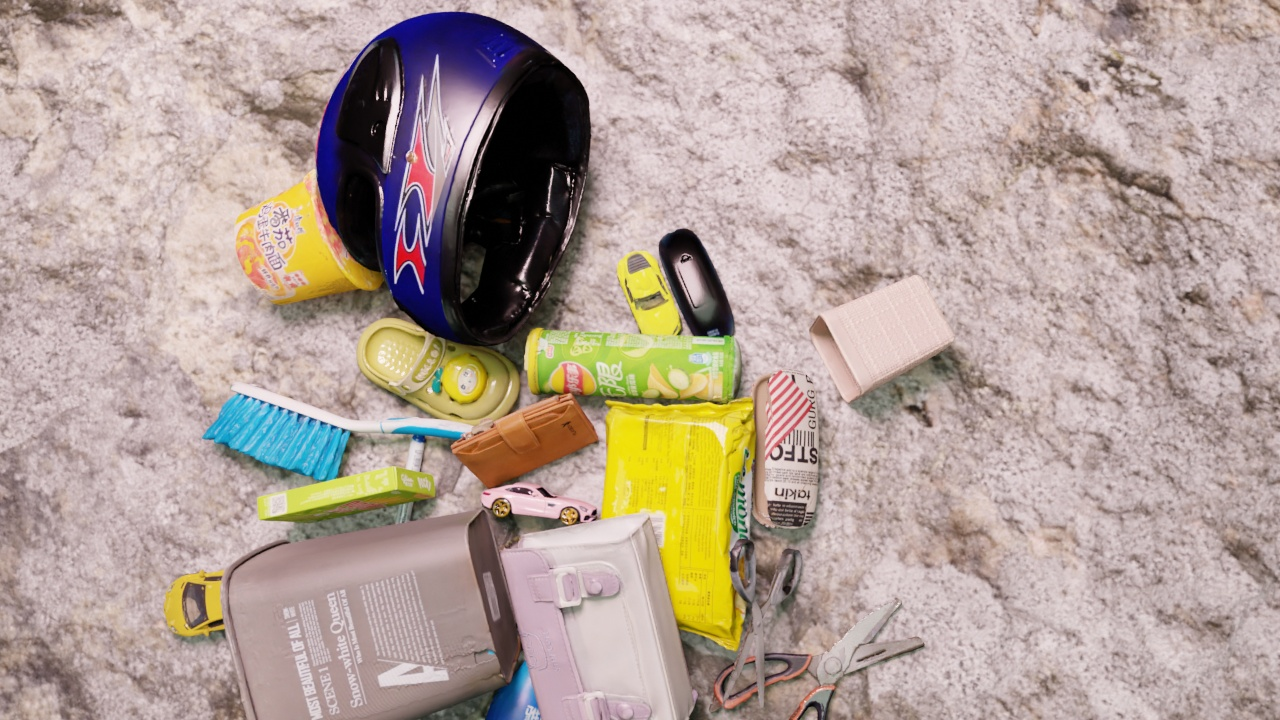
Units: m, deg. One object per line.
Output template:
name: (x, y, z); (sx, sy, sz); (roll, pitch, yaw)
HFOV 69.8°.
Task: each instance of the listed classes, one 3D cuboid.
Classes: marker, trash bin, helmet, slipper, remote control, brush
marker: (-0.251, 0.151, 0.985); (0.017, 0.017, 0.145); (8, 82, 6)
trash bin: (-0.243, 0.250, 0.876); (0.220, 0.198, 0.199); (-14, 90, -1)
helmet: (-0.203, -0.187, 0.922); (0.241, 0.247, 0.315); (15, 85, 26)
slipper: (-0.224, 0.011, 0.974); (0.190, 0.081, 0.091); (21, 86, 11)
remote control: (0.060, -0.081, 0.990); (0.053, 0.024, 0.136); (-23, 80, 2)
brush: (-0.312, 0.082, 0.976); (0.315, 0.060, 0.109); (17, 78, 12)

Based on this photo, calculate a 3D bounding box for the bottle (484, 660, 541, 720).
bottle: (-0.130, 0.379, 0.913); (0.065, 0.065, 0.218); (19, 84, 8)

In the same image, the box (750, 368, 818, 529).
box: (0.146, 0.092, 0.949); (0.074, 0.081, 0.163); (4, 78, -26)

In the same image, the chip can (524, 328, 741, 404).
chip can: (-0.006, 0.006, 0.958); (0.221, 0.072, 0.072); (2, 81, 6)

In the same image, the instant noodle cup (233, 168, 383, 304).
instant noodle cup: (-0.356, -0.127, 0.986); (0.110, 0.138, 0.138); (-16, 80, 10)

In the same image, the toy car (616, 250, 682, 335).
toy car: (0.009, -0.069, 0.989); (0.048, 0.032, 0.105); (-22, 81, 1)

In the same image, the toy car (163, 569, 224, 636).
toy car: (-0.436, 0.254, 0.974); (0.156, 0.041, 0.071); (-10, 79, 5)

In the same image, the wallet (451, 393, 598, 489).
wallet: (-0.116, 0.082, 0.940); (0.132, 0.108, 0.031); (-24, 60, 0)

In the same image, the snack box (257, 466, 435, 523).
snack box: (-0.301, 0.140, 0.946); (0.156, 0.086, 0.026); (-13, 75, 11)

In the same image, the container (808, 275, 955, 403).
container: (0.245, -0.023, 0.933); (0.111, 0.090, 0.090); (-25, 79, -2)

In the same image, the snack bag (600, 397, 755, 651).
snack bag: (0.030, 0.157, 0.921); (0.158, 0.068, 0.246); (2, 84, 16)

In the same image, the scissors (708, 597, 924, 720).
scissors: (0.175, 0.322, 0.921); (0.190, 0.015, 0.221); (16, 82, 8)

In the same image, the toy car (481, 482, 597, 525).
toy car: (-0.105, 0.148, 0.953); (0.122, 0.056, 0.037); (6, 87, 6)

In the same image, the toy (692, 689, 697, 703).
toy: (-0.004, 0.350, 0.919); (0.108, 0.039, 0.084); (22, 85, 13)

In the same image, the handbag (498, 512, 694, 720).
handbag: (-0.043, 0.254, 0.856); (0.145, 0.098, 0.197); (-12, 94, 21)

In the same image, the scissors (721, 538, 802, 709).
scissors: (0.115, 0.252, 0.897); (0.014, 0.159, 0.181); (4, 115, 45)
